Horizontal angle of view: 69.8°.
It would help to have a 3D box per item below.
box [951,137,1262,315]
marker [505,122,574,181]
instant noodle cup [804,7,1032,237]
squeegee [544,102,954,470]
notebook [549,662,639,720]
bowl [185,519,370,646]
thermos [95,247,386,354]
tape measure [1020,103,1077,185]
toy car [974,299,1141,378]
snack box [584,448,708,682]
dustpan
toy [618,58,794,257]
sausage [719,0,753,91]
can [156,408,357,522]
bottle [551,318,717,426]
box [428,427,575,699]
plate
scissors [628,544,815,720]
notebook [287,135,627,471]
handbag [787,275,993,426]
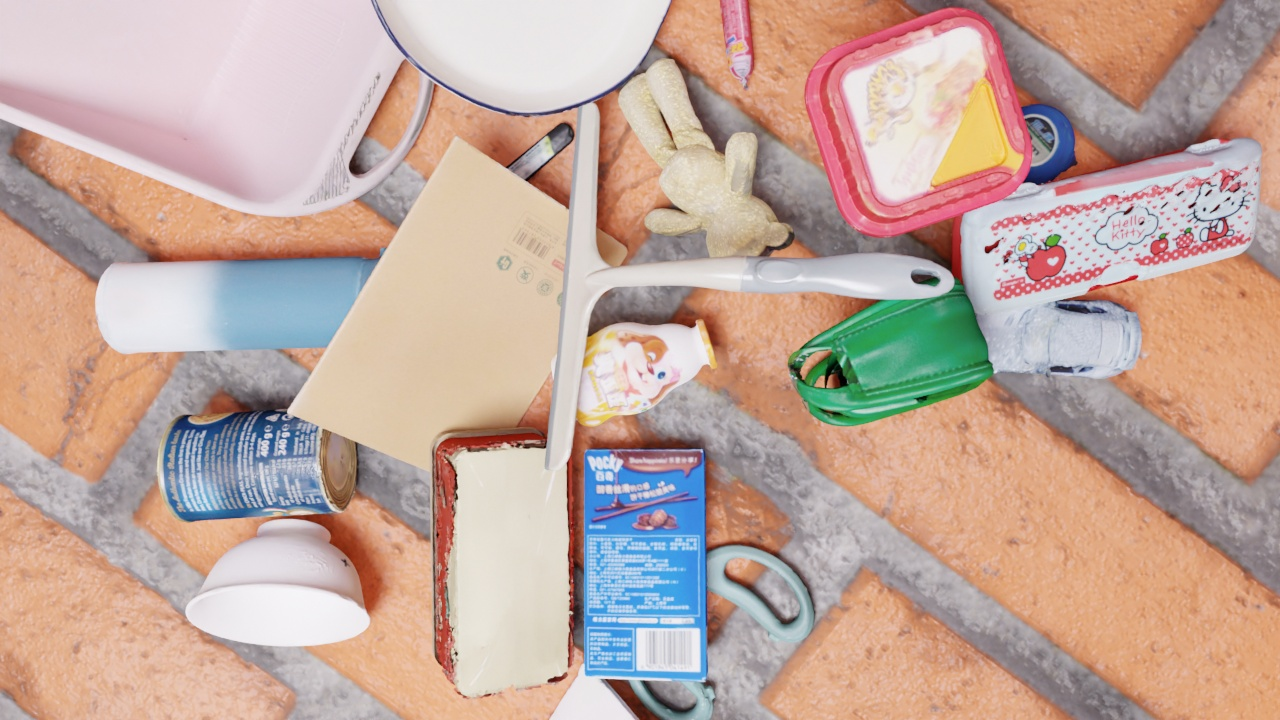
[{"bbox_3d":[0.302,-0.088,0.593,0.201,0.048,0.087,-14,122,-3],"label":"box"},{"bbox_3d":[-0.096,-0.124,0.645,0.124,0.015,0.018,-40,93,2],"label":"marker"},{"bbox_3d":[0.163,-0.142,0.577,0.117,0.124,0.116,-19,94,4],"label":"instant noodle cup"},{"bbox_3d":[0.055,-0.049,0.544,0.247,0.039,0.246,2,83,22],"label":"squeegee"},{"bbox_3d":[-0.049,0.341,0.630,0.150,0.012,0.209,37,97,44],"label":"notebook"},{"bbox_3d":[-0.246,0.150,0.639,0.118,0.118,0.064,-7,56,3],"label":"bowl"},{"bbox_3d":[-0.251,-0.040,0.633,0.220,0.070,0.070,-2,94,2],"label":"thermos"},{"bbox_3d":[0.265,-0.145,0.623,0.054,0.025,0.058,-44,96,3],"label":"tape measure"},{"bbox_3d":[0.277,-0.016,0.628,0.121,0.036,0.054,3,95,5],"label":"toy car"},{"bbox_3d":[0.004,0.140,0.640,0.084,0.026,0.157,-1,85,7],"label":"snack box"},{"bbox_3d":[-0.260,-0.211,0.551,0.139,0.273,0.223,32,98,24],"label":"dustpan"},{"bbox_3d":[0.040,-0.129,0.620,0.105,0.066,0.157,-33,88,37],"label":"toy"},{"bbox_3d":[0.062,-0.262,0.624,0.020,0.020,0.156,-5,94,2],"label":"sausage"},{"bbox_3d":[-0.260,0.071,0.635,0.111,0.075,0.075,-4,94,2],"label":"can"},{"bbox_3d":[-0.004,0.004,0.625,0.108,0.063,0.063,-17,94,4],"label":"bottle"},{"bbox_3d":[-0.093,0.134,0.618,0.091,0.079,0.168,-2,95,-24],"label":"box"},{"bbox_3d":[-0.080,-0.260,0.588,0.204,0.045,0.205,-2,98,-19],"label":"plate"},{"bbox_3d":[0.049,0.171,0.660,0.178,0.019,0.174,-18,91,5],"label":"scissors"},{"bbox_3d":[-0.117,-0.023,0.618,0.147,0.008,0.208,29,96,-33],"label":"notebook"},{"bbox_3d":[0.157,0.000,0.587,0.120,0.131,0.068,-19,80,10],"label":"handbag"}]
